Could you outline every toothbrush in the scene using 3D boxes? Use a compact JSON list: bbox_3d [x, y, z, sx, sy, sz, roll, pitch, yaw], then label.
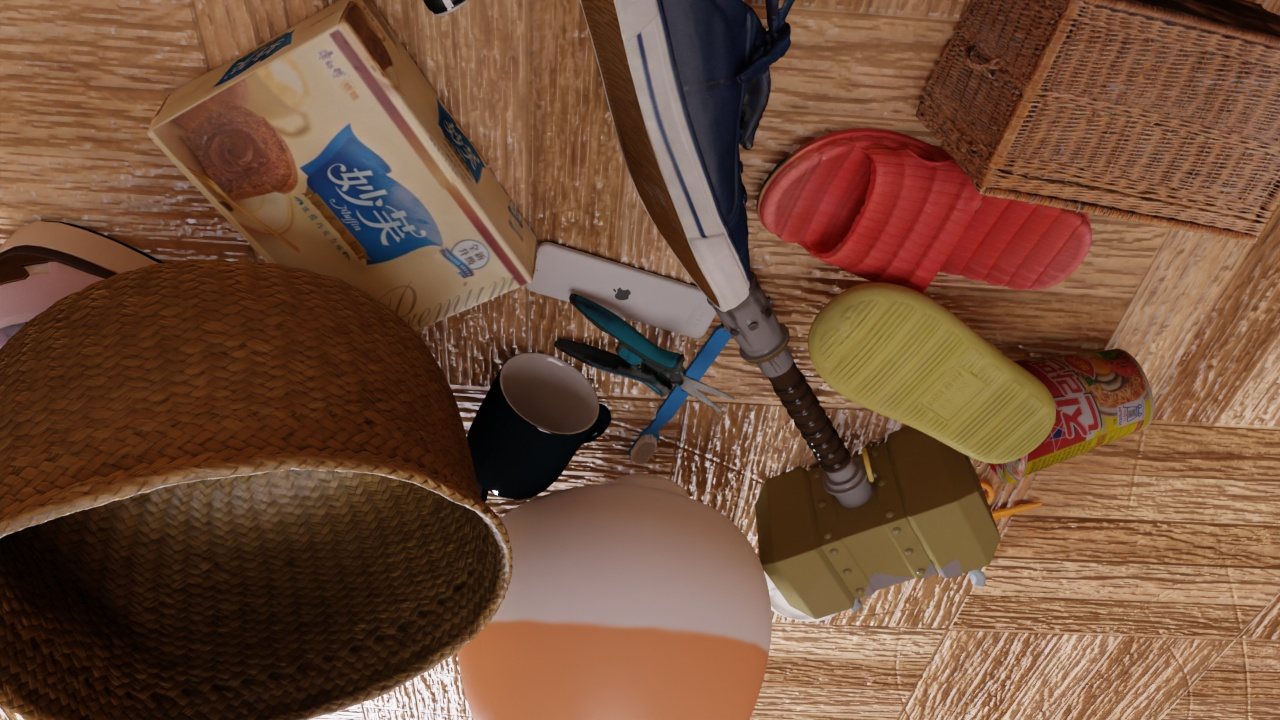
[{"bbox_3d":[0.032,0.032,0.766,0.016,0.014,0.167,20,128,-18],"label":"toothbrush"}]

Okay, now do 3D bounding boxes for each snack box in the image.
[{"bbox_3d":[-0.186,-0.112,0.607,0.153,0.055,0.207,-20,129,17],"label":"snack box"}]

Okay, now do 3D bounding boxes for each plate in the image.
[{"bbox_3d":[0.156,0.235,0.921,0.104,0.026,0.104,13,135,13],"label":"plate"}]

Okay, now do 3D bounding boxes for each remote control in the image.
[{"bbox_3d":[-0.012,-0.052,0.694,0.146,0.008,0.045,15,130,-14],"label":"remote control"}]

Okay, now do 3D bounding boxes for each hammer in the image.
[{"bbox_3d":[0.141,0.055,0.741,0.191,0.100,0.325,-24,122,19],"label":"hammer"}]

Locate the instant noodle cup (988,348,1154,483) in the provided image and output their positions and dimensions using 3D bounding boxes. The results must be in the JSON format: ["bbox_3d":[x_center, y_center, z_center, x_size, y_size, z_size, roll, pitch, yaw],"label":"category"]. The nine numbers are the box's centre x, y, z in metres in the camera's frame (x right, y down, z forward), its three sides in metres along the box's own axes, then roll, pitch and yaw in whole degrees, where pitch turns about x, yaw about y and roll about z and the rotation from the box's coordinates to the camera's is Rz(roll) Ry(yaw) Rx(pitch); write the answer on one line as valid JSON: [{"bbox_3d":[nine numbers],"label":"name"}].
[{"bbox_3d":[0.333,0.035,0.728,0.112,0.100,0.100,-15,131,1],"label":"instant noodle cup"}]

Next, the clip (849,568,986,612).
[{"bbox_3d":[0.288,0.205,0.908,0.164,0.031,0.169,0,144,-11],"label":"clip"}]

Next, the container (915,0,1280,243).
[{"bbox_3d":[0.283,-0.156,0.536,0.198,0.113,0.113,9,126,-11],"label":"container"}]

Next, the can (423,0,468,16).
[{"bbox_3d":[-0.125,-0.236,0.512,0.032,0.031,0.080,-19,129,16],"label":"can"}]

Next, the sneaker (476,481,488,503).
[{"bbox_3d":[-0.249,0.158,0.836,0.160,0.092,0.257,27,125,-13],"label":"sneaker"}]

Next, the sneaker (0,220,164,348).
[{"bbox_3d":[-0.335,0.017,0.679,0.112,0.116,0.293,-36,123,27],"label":"sneaker"}]

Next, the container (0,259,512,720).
[{"bbox_3d":[-0.252,0.086,0.585,0.306,0.196,0.308,-14,141,-11],"label":"container"}]

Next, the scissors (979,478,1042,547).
[{"bbox_3d":[0.318,0.153,0.880,0.131,0.011,0.125,-27,129,23],"label":"scissors"}]

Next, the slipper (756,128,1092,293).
[{"bbox_3d":[0.204,-0.089,0.632,0.248,0.059,0.104,10,131,-11],"label":"slipper"}]

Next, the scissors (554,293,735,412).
[{"bbox_3d":[-0.006,-0.002,0.703,0.119,0.019,0.151,-15,125,42],"label":"scissors"}]

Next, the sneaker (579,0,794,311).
[{"bbox_3d":[0.050,-0.162,0.550,0.127,0.120,0.295,-24,129,-9],"label":"sneaker"}]

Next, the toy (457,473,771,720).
[{"bbox_3d":[-0.020,0.239,0.766,0.265,0.280,0.264,19,151,-34],"label":"toy"}]

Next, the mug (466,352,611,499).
[{"bbox_3d":[-0.077,0.055,0.750,0.121,0.085,0.095,-3,140,-39],"label":"mug"}]

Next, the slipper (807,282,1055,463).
[{"bbox_3d":[0.211,0.001,0.664,0.190,0.081,0.092,30,120,-9],"label":"slipper"}]
